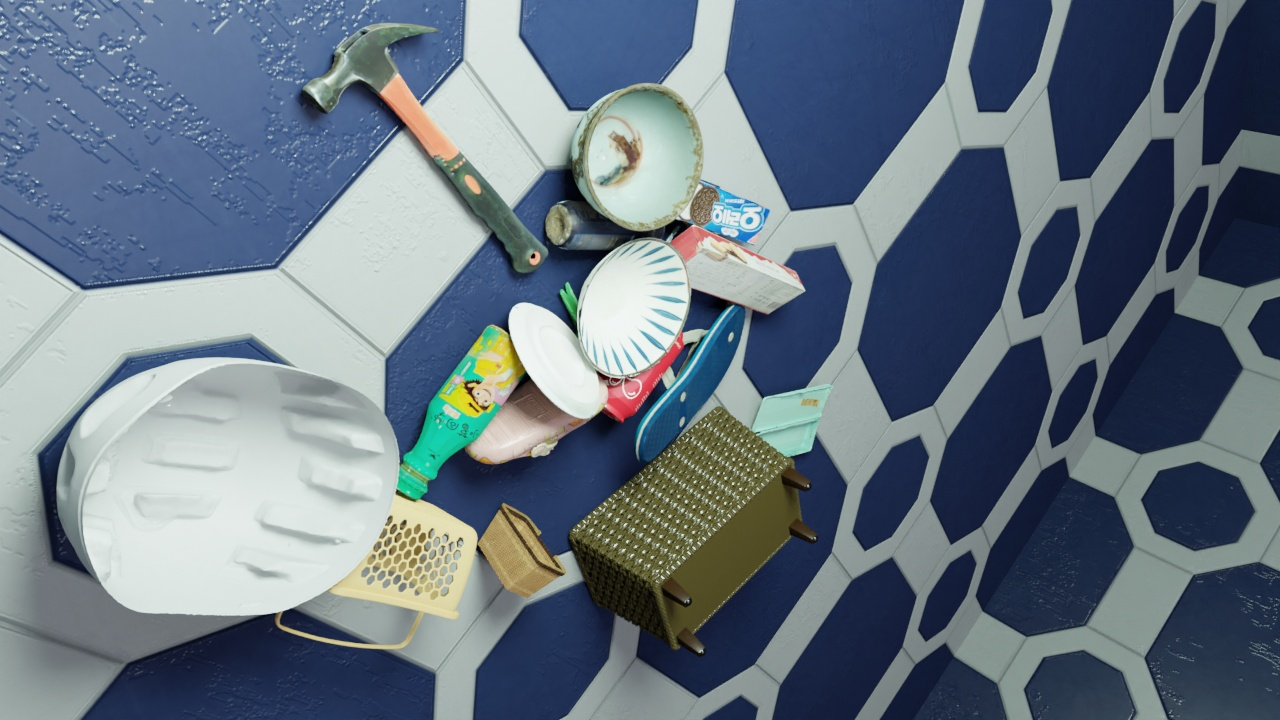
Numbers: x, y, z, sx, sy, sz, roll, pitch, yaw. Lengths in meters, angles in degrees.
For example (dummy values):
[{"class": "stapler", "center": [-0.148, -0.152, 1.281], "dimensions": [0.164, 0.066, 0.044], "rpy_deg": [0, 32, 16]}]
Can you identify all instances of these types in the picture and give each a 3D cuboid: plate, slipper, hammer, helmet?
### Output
[{"class": "plate", "center": [-0.094, -0.003, 1.064], "dimensions": [0.014, 0.156, 0.157], "rpy_deg": [-33, 144, 20]}, {"class": "slipper", "center": [0.060, 0.026, 1.294], "dimensions": [0.294, 0.060, 0.118], "rpy_deg": [-49, 147, -34]}, {"class": "hammer", "center": [-0.189, -0.199, 0.942], "dimensions": [0.133, 0.033, 0.333], "rpy_deg": [-52, 140, -13]}, {"class": "helmet", "center": [-0.351, 0.105, 0.814], "dimensions": [0.281, 0.184, 0.224], "rpy_deg": [7, 103, -34]}, {"class": "slipper", "center": [-0.124, 0.080, 1.121], "dimensions": [0.196, 0.093, 0.082], "rpy_deg": [-30, 141, -31]}]

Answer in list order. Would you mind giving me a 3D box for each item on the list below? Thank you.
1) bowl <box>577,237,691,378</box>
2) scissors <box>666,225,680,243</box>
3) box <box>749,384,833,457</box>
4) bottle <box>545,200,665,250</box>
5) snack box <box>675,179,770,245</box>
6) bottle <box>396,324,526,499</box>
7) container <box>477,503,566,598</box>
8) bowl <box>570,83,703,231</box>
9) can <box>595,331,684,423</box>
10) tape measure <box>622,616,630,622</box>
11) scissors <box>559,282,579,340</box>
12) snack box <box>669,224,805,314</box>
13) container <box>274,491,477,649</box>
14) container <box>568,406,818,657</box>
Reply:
[{"class": "bowl", "center": [-0.025, -0.073, 1.129], "dimensions": [0.176, 0.071, 0.177], "rpy_deg": [-21, 123, -35]}, {"class": "scissors", "center": [0.024, -0.124, 1.218], "dimensions": [0.104, 0.015, 0.133], "rpy_deg": [39, 78, -45]}, {"class": "box", "center": [0.248, 0.108, 1.562], "dimensions": [0.186, 0.033, 0.136], "rpy_deg": [-7, 116, -44]}, {"class": "bottle", "center": [-0.038, -0.160, 1.096], "dimensions": [0.160, 0.056, 0.056], "rpy_deg": [-6, 115, -44]}, {"class": "snack box", "center": [0.078, -0.204, 1.190], "dimensions": [0.226, 0.059, 0.059], "rpy_deg": [8, 108, -49]}, {"class": "bottle", "center": [-0.205, 0.061, 1.037], "dimensions": [0.209, 0.068, 0.068], "rpy_deg": [-55, 139, -8]}, {"class": "container", "center": [-0.155, 0.246, 1.168], "dimensions": [0.061, 0.114, 0.063], "rpy_deg": [-46, 138, 1]}, {"class": "bowl", "center": [-0.018, -0.232, 1.039], "dimensions": [0.159, 0.094, 0.160], "rpy_deg": [-13, 112, -33]}, {"class": "can", "center": [-0.007, 0.007, 1.207], "dimensions": [0.142, 0.074, 0.074], "rpy_deg": [-54, 139, -10]}, {"class": "tape measure", "center": [-0.002, 0.378, 1.460], "dimensions": [0.060, 0.020, 0.062], "rpy_deg": [-19, 125, -45]}, {"class": "scissors", "center": [-0.071, -0.052, 1.157], "dimensions": [0.070, 0.014, 0.131], "rpy_deg": [-40, 135, -27]}, {"class": "snack box", "center": [0.127, -0.120, 1.261], "dimensions": [0.077, 0.044, 0.272], "rpy_deg": [-34, 153, 29]}, {"class": "container", "center": [-0.291, 0.228, 0.996], "dimensions": [0.183, 0.129, 0.167], "rpy_deg": [33, 79, -50]}, {"class": "container", "center": [0.094, 0.256, 1.349], "dimensions": [0.320, 0.205, 0.177], "rpy_deg": [-38, 134, -26]}]
